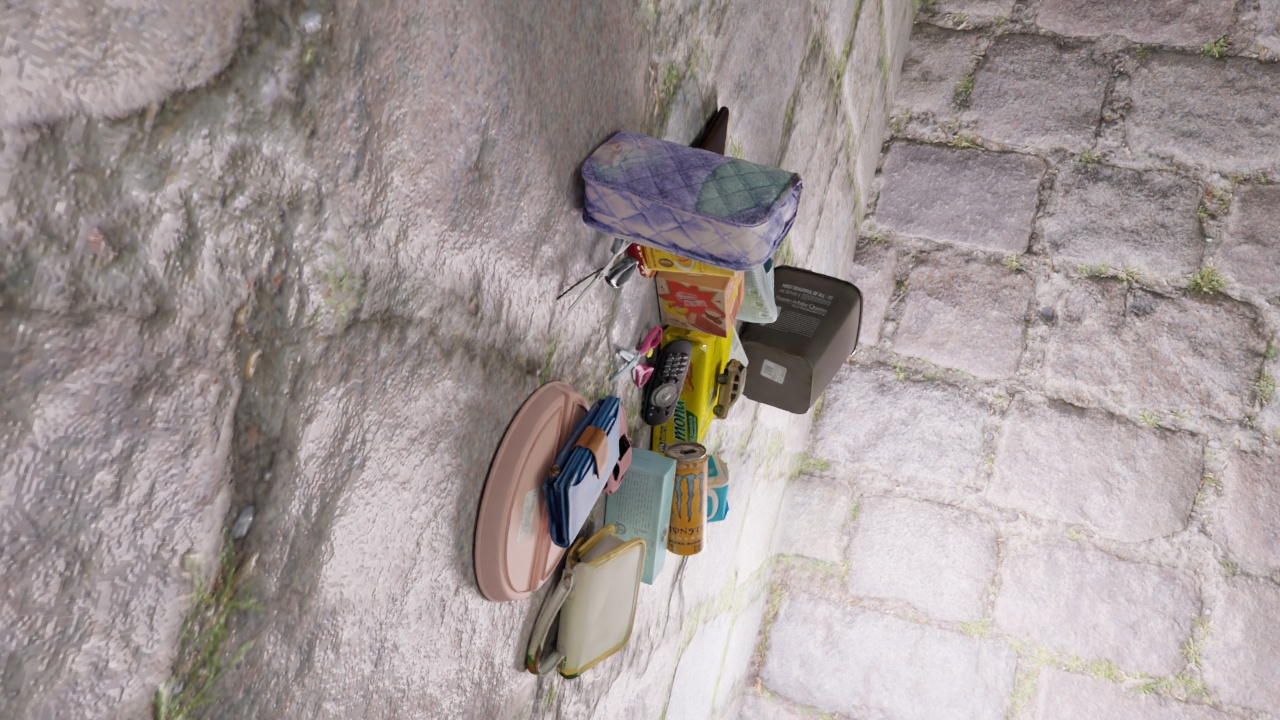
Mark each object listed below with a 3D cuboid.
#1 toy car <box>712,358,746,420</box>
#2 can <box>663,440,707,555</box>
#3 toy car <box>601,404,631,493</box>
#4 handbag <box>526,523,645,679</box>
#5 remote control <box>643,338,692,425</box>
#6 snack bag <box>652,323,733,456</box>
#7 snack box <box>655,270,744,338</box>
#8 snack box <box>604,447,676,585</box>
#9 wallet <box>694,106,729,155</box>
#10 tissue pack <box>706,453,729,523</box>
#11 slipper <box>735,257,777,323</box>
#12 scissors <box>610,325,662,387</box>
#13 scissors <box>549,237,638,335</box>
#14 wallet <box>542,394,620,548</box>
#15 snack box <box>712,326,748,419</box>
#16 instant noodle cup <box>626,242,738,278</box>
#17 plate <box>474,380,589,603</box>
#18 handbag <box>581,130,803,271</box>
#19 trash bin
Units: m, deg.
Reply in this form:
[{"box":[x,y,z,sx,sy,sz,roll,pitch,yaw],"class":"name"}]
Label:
[{"box":[0.127,0.044,1.313,0.042,0.035,0.091,-42,146,-58],"class":"toy car"},{"box":[0.059,0.183,1.215,0.058,0.058,0.146,-42,136,-60],"class":"can"},{"box":[-0.032,0.105,1.092,0.056,0.037,0.123,-57,153,-50],"class":"toy car"},{"box":[-0.075,0.293,1.089,0.178,0.063,0.163,-18,121,-52],"class":"handbag"},{"box":[0.033,0.026,1.215,0.053,0.024,0.137,-5,126,-32],"class":"remote control"},{"box":[0.076,0.032,1.318,0.157,0.068,0.247,-49,149,-55],"class":"snack bag"},{"box":[0.078,-0.094,1.183,0.094,0.093,0.076,81,29,-52],"class":"snack box"},{"box":[-0.003,0.201,1.188,0.051,0.074,0.175,-45,145,-58],"class":"snack box"},{"box":[0.092,-0.267,1.219,0.122,0.020,0.096,-60,162,-44],"class":"wallet"},{"box":[0.058,0.188,1.288,0.063,0.140,0.090,-105,-167,-53],"class":"tissue pack"},{"box":[0.144,-0.138,1.352,0.245,0.104,0.074,64,40,-55],"class":"slipper"},{"box":[-0.007,0.008,1.133,0.135,0.017,0.105,-42,148,-54],"class":"scissors"},{"box":[-0.037,-0.088,0.926,0.159,0.014,0.173,-62,167,1],"class":"scissors"},{"box":[-0.055,0.111,0.935,0.107,0.040,0.132,92,19,-44],"class":"wallet"},{"box":[0.129,0.016,1.486,0.156,0.027,0.085,-56,131,-45],"class":"snack box"},{"box":[0.057,-0.152,1.021,0.116,0.124,0.116,77,32,-56],"class":"instant noodle cup"},{"box":[-0.098,0.135,0.924,0.229,0.028,0.229,15,89,-72],"class":"plate"},{"box":[0.045,-0.155,0.878,0.133,0.194,0.076,-52,155,-44],"class":"handbag"},{"box":[0.295,-0.035,1.759,0.219,0.199,0.199,-52,150,-39],"class":"trash bin"}]
